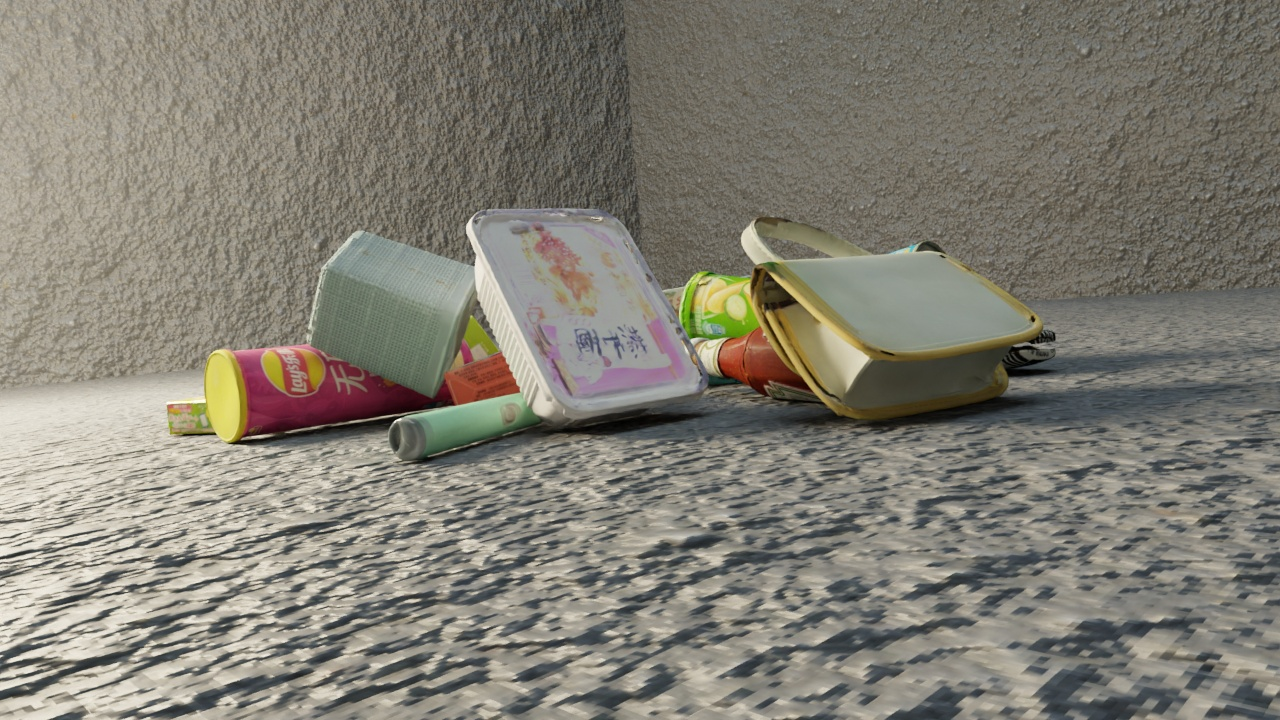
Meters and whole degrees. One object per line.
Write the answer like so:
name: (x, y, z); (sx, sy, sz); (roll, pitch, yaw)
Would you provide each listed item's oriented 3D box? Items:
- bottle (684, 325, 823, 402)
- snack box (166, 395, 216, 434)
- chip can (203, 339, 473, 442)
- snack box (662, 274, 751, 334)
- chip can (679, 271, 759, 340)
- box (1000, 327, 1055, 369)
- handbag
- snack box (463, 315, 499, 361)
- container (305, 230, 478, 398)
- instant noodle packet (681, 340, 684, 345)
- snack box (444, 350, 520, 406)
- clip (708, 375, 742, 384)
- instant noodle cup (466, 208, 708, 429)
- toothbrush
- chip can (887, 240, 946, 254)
bottle: (0.099, -0.001, 0.718); (0.059, 0.060, 0.206); (-7, 4, -29)
snack box: (-0.343, 0.041, 0.835); (0.087, 0.034, 0.140); (-3, 2, 19)
chip can: (-0.244, 0.018, 0.768); (0.210, 0.071, 0.072); (-8, 5, -44)
snack box: (0.044, -0.044, 1.109); (0.182, 0.045, 0.178); (-10, -11, -10)
chip can: (0.141, -0.034, 0.810); (0.222, 0.072, 0.072); (9, 10, 29)
box: (0.282, -0.008, 0.800); (0.071, 0.060, 0.164); (-27, 12, -22)
handbag: (0.148, -0.039, 0.608); (0.163, 0.063, 0.178); (-7, 41, -32)
snack box: (-0.165, -0.004, 0.924); (0.026, 0.086, 0.156); (-39, 13, -14)
container: (-0.197, -0.041, 0.739); (0.111, 0.090, 0.089); (21, 30, -6)
instant noodle packet: (-0.005, 0.005, 0.895); (0.110, 0.044, 0.129); (-13, 8, -39)
snack box: (-0.089, 0.006, 0.765); (0.113, 0.044, 0.127); (-19, 3, 5)
clip: (0.085, 0.014, 0.855); (0.057, 0.015, 0.049); (-3, 6, -2)
instant noodle cup: (-0.046, -0.026, 0.653); (0.137, 0.173, 0.061); (-7, -30, -39)
toothbrush: (-0.089, 0.037, 0.629); (0.027, 0.026, 0.224); (-11, 0, 26)
chip can: (0.190, -0.052, 0.876); (0.071, 0.071, 0.211); (-8, -6, -42)
